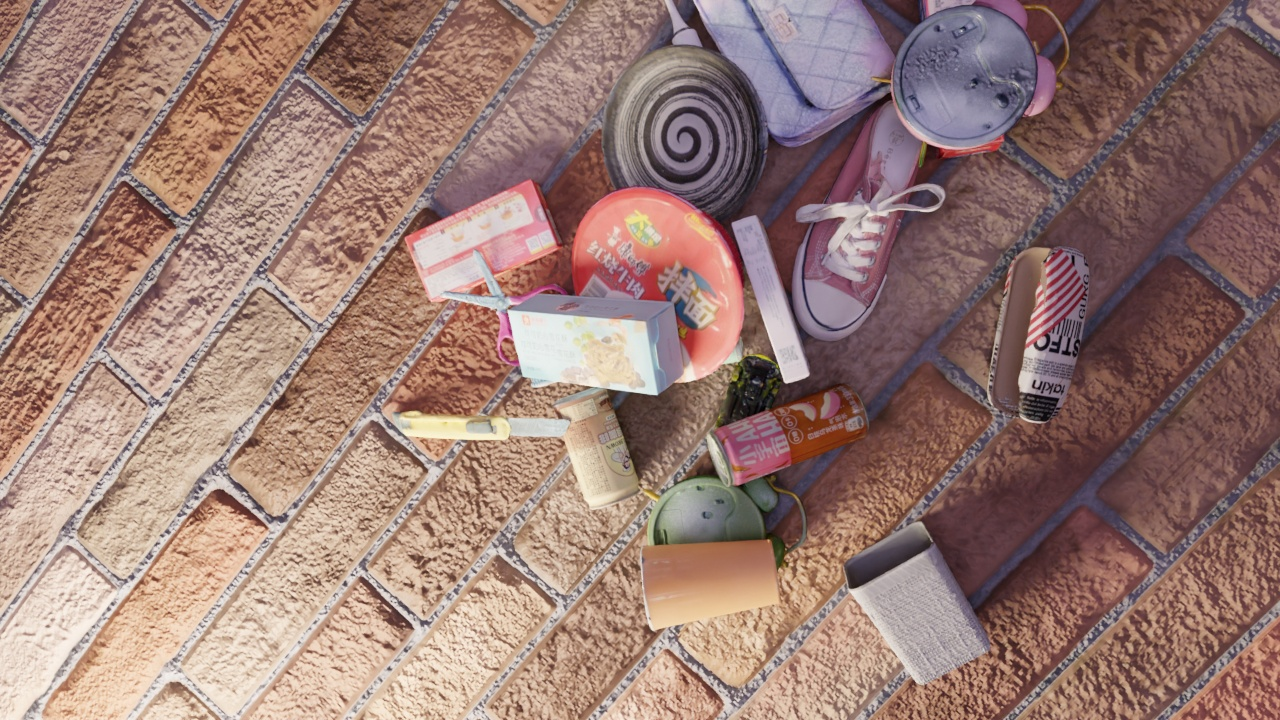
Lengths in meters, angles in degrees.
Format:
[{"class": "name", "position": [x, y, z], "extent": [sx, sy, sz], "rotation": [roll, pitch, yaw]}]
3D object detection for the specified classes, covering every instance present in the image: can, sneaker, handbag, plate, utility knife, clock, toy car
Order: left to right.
[{"class": "utility knife", "position": [-0.169, 0.067, 0.955], "extent": [0.221, 0.022, 0.031], "rotation": [-2, 106, 20]}, {"class": "can", "position": [-0.044, 0.088, 0.932], "extent": [0.058, 0.058, 0.116], "rotation": [-19, 90, 11]}, {"class": "plate", "position": [0.043, -0.214, 0.895], "extent": [0.180, 0.024, 0.179], "rotation": [10, 111, 28]}, {"class": "clock", "position": [0.085, 0.167, 0.915], "extent": [0.161, 0.056, 0.116], "rotation": [-7, 93, 11]}, {"class": "toy car", "position": [0.106, 0.044, 0.916], "extent": [0.048, 0.032, 0.105], "rotation": [18, 108, 3]}, {"class": "can", "position": [0.141, 0.071, 0.877], "extent": [0.147, 0.058, 0.058], "rotation": [-20, 90, -8]}, {"class": "handbag", "position": [0.143, -0.309, 0.863], "extent": [0.134, 0.075, 0.194], "rotation": [-31, 88, 12]}, {"class": "sneaker", "position": [0.208, -0.133, 0.856], "extent": [0.118, 0.087, 0.241], "rotation": [22, 96, 8]}, {"class": "clock", "position": [0.290, -0.248, 0.789], "extent": [0.159, 0.059, 0.117], "rotation": [-28, 89, 10]}]

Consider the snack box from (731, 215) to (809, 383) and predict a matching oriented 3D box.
[{"class": "snack box", "position": [0.127, -0.058, 0.878], "extent": [0.027, 0.084, 0.157], "rotation": [-18, 91, 12]}]

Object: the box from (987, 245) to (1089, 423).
[{"class": "box", "position": [0.369, -0.025, 0.860], "extent": [0.075, 0.083, 0.163], "rotation": [4, 94, -27]}]

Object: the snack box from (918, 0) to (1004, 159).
[{"class": "snack box", "position": [0.293, -0.295, 0.846], "extent": [0.058, 0.057, 0.207], "rotation": [-7, 93, 13]}]

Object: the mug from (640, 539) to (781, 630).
[{"class": "mug", "position": [0.066, 0.205, 0.857], "extent": [0.123, 0.078, 0.078], "rotation": [-8, 92, 5]}]

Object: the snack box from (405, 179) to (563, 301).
[{"class": "snack box", "position": [-0.164, -0.123, 0.957], "extent": [0.153, 0.025, 0.075], "rotation": [-22, 89, 11]}]

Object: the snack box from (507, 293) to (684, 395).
[{"class": "snack box", "position": [-0.045, -0.019, 0.884], "extent": [0.175, 0.051, 0.074], "rotation": [6, 118, 35]}]

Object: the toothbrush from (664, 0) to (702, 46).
[{"class": "toothbrush", "position": [0.053, -0.294, 0.906], "extent": [0.026, 0.027, 0.221], "rotation": [-22, 89, -28]}]

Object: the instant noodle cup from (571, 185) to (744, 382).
[{"class": "instant noodle cup", "position": [0.027, -0.078, 0.878], "extent": [0.194, 0.065, 0.194], "rotation": [17, 122, 29]}]

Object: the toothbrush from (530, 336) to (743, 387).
[{"class": "toothbrush", "position": [-0.006, 0.006, 0.937], "extent": [0.225, 0.026, 0.027], "rotation": [-10, 106, 11]}]

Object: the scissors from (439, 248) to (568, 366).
[{"class": "scissors", "position": [-0.141, -0.051, 0.950], "extent": [0.133, 0.017, 0.130], "rotation": [7, 107, -6]}]

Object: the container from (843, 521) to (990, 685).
[{"class": "container", "position": [0.263, 0.231, 0.872], "extent": [0.090, 0.090, 0.114], "rotation": [-32, 90, 11]}]
